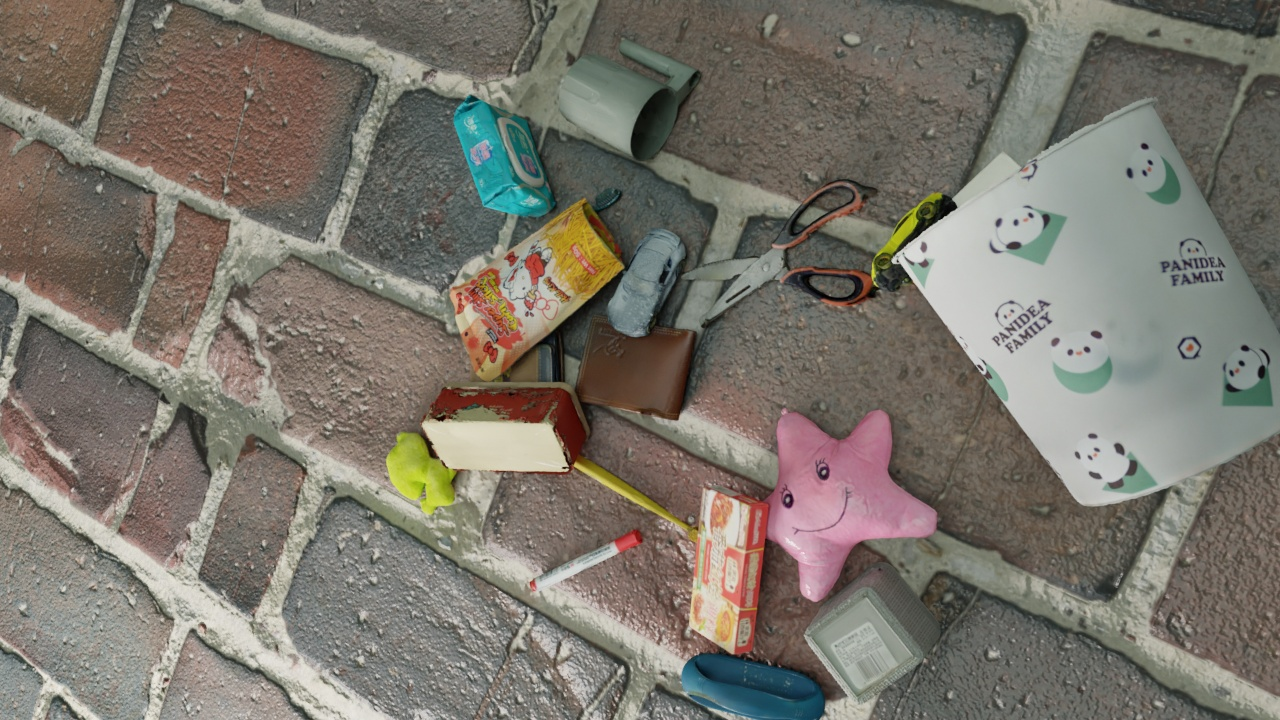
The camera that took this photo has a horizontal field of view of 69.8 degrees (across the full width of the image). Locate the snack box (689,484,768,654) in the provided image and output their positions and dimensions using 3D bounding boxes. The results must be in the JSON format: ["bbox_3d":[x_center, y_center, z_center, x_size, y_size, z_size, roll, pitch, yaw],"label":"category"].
[{"bbox_3d":[0.087,0.208,0.921,0.075,0.025,0.153,16,103,55],"label":"snack box"}]

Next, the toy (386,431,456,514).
[{"bbox_3d":[-0.265,0.135,1.097,0.100,0.031,0.096,3,91,22],"label":"toy"}]

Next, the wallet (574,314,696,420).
[{"bbox_3d":[-0.006,0.006,0.997,0.125,0.032,0.101,11,89,22],"label":"wallet"}]

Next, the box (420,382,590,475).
[{"bbox_3d":[-0.152,0.078,1.008,0.168,0.078,0.091,-1,130,22],"label":"box"}]

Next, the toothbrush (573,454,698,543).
[{"bbox_3d":[-0.004,0.149,0.995,0.190,0.016,0.016,29,97,21],"label":"toothbrush"}]

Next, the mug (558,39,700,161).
[{"bbox_3d":[-0.012,-0.289,0.994,0.103,0.084,0.123,32,73,22],"label":"mug"}]

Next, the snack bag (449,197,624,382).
[{"bbox_3d":[-0.119,-0.082,1.018,0.208,0.073,0.128,-35,65,14],"label":"snack bag"}]

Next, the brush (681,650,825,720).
[{"bbox_3d":[0.109,0.326,0.904,0.144,0.073,0.055,10,89,14],"label":"brush"}]

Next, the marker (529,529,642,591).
[{"bbox_3d":[-0.062,0.223,1.016,0.145,0.017,0.017,-29,77,19],"label":"marker"}]

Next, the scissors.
[{"bbox_3d":[0.153,-0.103,0.943,0.226,0.015,0.189,20,95,22],"label":"scissors"}]

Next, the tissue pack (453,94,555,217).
[{"bbox_3d":[-0.153,-0.229,1.034,0.050,0.093,0.133,-26,79,23],"label":"tissue pack"}]

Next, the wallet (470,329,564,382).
[{"bbox_3d":[-0.143,0.012,1.053,0.115,0.033,0.090,-3,87,26],"label":"wallet"}]

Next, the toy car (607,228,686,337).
[{"bbox_3d":[0.006,-0.084,0.982,0.054,0.037,0.120,22,82,23],"label":"toy car"}]

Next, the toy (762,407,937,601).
[{"bbox_3d":[0.173,0.129,0.893,0.195,0.074,0.178,-38,63,26],"label":"toy"}]

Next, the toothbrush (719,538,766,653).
[{"bbox_3d":[0.100,0.269,0.949,0.017,0.012,0.186,18,94,16],"label":"toothbrush"}]

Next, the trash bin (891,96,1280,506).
[{"bbox_3d":[0.369,-0.037,0.735,0.230,0.229,0.252,-32,81,18],"label":"trash bin"}]

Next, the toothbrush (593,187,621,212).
[{"bbox_3d":[-0.101,-0.140,1.048,0.192,0.018,0.016,-33,60,18],"label":"toothbrush"}]

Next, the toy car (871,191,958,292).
[{"bbox_3d":[0.257,-0.113,0.873,0.105,0.048,0.032,-53,43,13],"label":"toy car"}]

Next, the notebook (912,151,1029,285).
[{"bbox_3d":[0.359,-0.075,0.859,0.146,0.010,0.206,-45,73,15],"label":"notebook"}]

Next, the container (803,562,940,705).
[{"bbox_3d":[0.213,0.251,0.848,0.090,0.114,0.090,-43,72,14],"label":"container"}]
